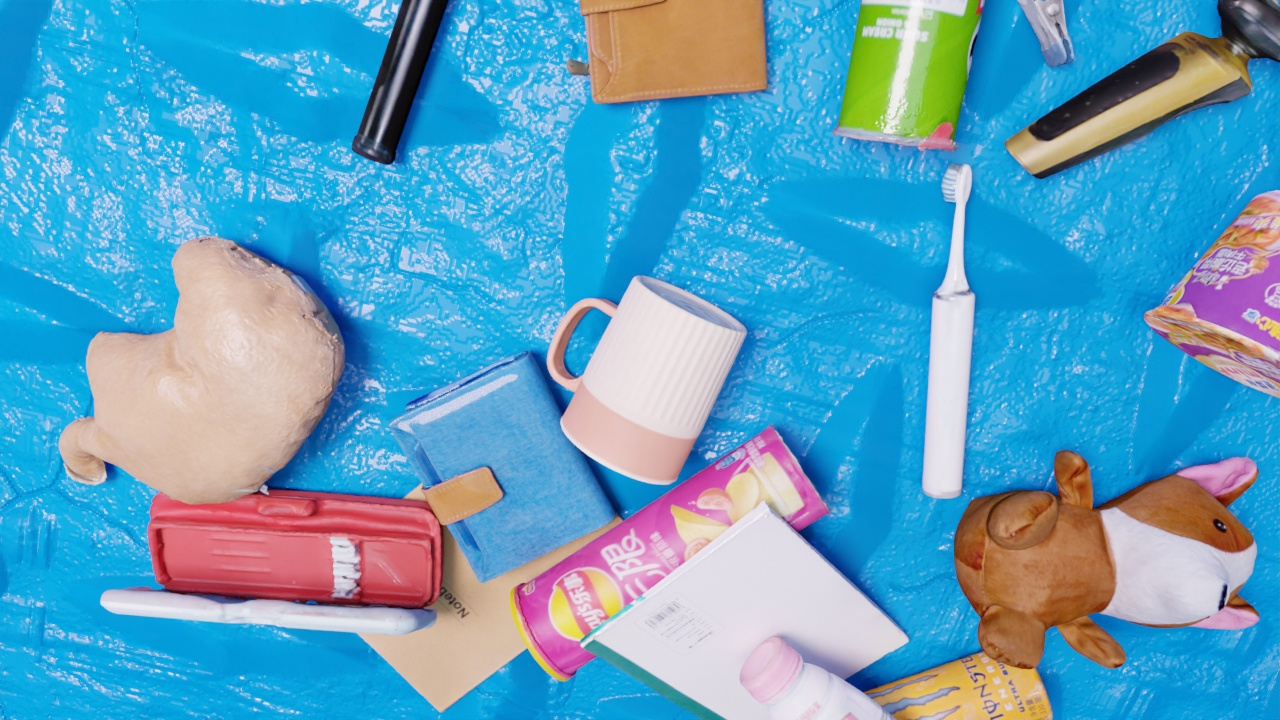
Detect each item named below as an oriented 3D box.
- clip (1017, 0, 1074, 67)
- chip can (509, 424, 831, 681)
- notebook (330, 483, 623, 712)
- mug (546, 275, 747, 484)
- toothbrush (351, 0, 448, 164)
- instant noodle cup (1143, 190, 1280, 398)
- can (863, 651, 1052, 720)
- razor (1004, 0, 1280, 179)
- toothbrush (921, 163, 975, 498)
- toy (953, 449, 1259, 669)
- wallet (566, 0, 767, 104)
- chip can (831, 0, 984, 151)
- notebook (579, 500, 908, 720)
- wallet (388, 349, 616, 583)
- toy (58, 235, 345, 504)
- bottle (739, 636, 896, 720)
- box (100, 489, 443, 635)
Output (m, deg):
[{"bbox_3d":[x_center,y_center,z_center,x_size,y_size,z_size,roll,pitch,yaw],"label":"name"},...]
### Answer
[{"bbox_3d":[0.238,-0.200,0.540,0.028,0.024,0.057,-23,102,3],"label":"clip"},{"bbox_3d":[0.019,0.127,0.608,0.210,0.071,0.071,-33,105,5],"label":"chip can"},{"bbox_3d":[-0.116,0.147,0.655,0.208,0.008,0.148,-38,103,11],"label":"notebook"},{"bbox_3d":[-0.003,0.003,0.580,0.114,0.081,0.106,32,105,21],"label":"mug"},{"bbox_3d":[-0.120,-0.217,0.532,0.027,0.026,0.213,27,105,5],"label":"toothbrush"},{"bbox_3d":[0.386,-0.040,0.552,0.111,0.111,0.099,31,97,-9],"label":"instant noodle cup"},{"bbox_3d":[0.216,0.254,0.663,0.146,0.058,0.058,-22,106,6],"label":"can"},{"bbox_3d":[0.298,-0.160,0.539,0.168,0.062,0.067,-28,137,13],"label":"razor"},{"bbox_3d":[0.201,-0.015,0.596,0.026,0.026,0.221,-16,112,-36],"label":"toothbrush"},{"bbox_3d":[0.314,0.130,0.599,0.199,0.130,0.140,-1,102,-10],"label":"toy"},{"bbox_3d":[0.011,-0.218,0.532,0.119,0.035,0.131,-7,107,-4],"label":"wallet"},{"bbox_3d":[0.163,-0.238,0.503,0.072,0.072,0.236,7,107,-3],"label":"chip can"},{"bbox_3d":[0.078,0.189,0.622,0.150,0.012,0.209,-38,128,10],"label":"notebook"},{"bbox_3d":[-0.091,0.072,0.608,0.106,0.040,0.133,-25,105,2],"label":"wallet"},{"bbox_3d":[-0.286,0.030,0.584,0.226,0.082,0.143,-41,88,13],"label":"toy"},{"bbox_3d":[0.148,0.263,0.604,0.197,0.068,0.068,43,102,-4],"label":"bottle"},{"bbox_3d":[-0.235,0.143,0.598,0.201,0.099,0.095,4,104,2],"label":"box"}]
